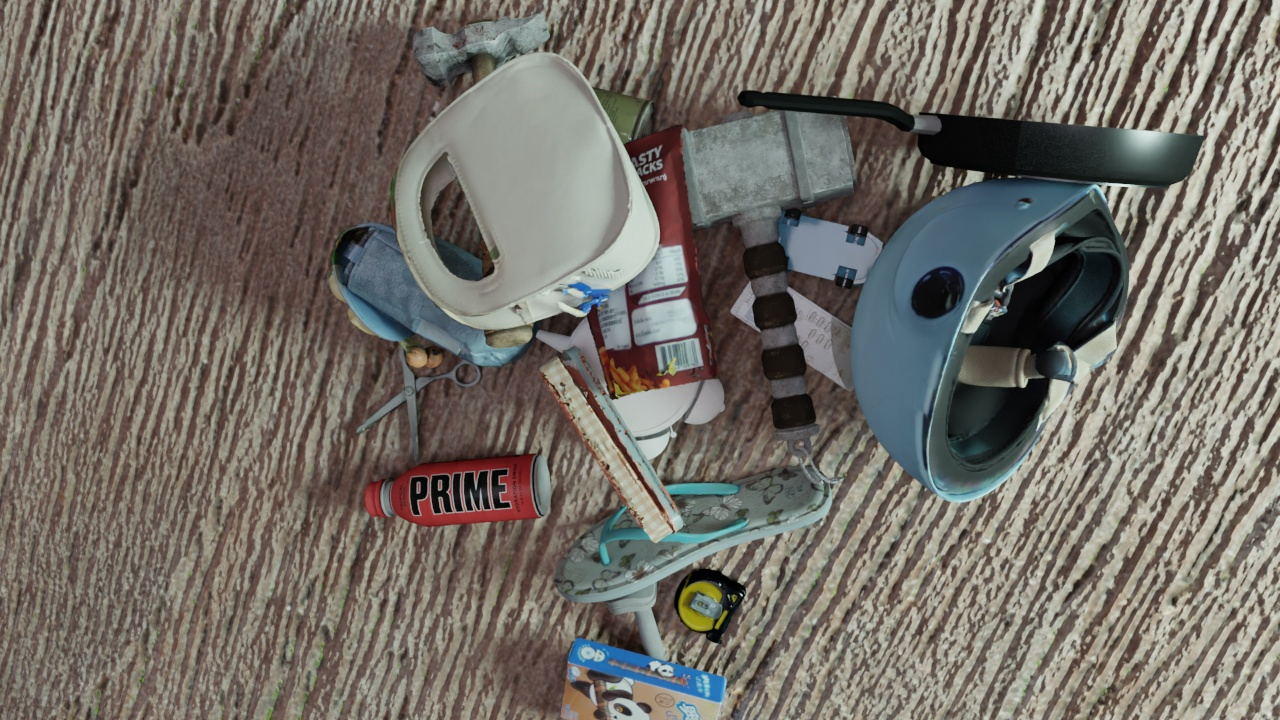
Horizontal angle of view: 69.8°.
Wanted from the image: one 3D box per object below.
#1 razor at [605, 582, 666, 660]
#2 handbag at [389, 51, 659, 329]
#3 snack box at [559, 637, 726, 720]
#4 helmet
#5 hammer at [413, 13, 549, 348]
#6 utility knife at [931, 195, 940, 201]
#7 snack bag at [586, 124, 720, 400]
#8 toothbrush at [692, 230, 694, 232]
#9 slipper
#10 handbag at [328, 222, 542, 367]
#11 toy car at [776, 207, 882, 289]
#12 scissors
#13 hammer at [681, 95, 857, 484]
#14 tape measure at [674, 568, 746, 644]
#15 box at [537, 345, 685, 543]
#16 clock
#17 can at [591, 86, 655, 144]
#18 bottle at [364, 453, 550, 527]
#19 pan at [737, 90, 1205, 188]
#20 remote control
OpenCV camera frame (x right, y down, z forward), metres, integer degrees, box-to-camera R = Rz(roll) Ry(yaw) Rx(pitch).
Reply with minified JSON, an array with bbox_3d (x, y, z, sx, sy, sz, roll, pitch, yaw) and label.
[{"bbox_3d":[0.003,0.246,0.884,0.047,0.088,0.116,-10,114,9],"label":"razor"},{"bbox_3d":[-0.097,-0.121,0.735,0.200,0.093,0.200,-25,77,11],"label":"handbag"},{"bbox_3d":[0.001,0.327,0.889,0.151,0.034,0.087,13,125,6],"label":"snack box"},{"bbox_3d":[0.267,-0.022,0.744,0.167,0.225,0.265,23,79,47],"label":"helmet"},{"bbox_3d":[-0.127,-0.164,0.803,0.121,0.049,0.318,-9,72,5],"label":"hammer"},{"bbox_3d":[0.325,-0.112,0.817,0.151,0.017,0.030,21,90,8],"label":"utility knife"},{"bbox_3d":[-0.006,-0.075,0.762,0.139,0.066,0.208,-14,91,36],"label":"snack bag"},{"bbox_3d":[0.060,-0.135,0.848,0.183,0.018,0.016,-36,78,10],"label":"toothbrush"},{"bbox_3d":[0.041,0.142,0.847,0.269,0.098,0.055,-20,120,2],"label":"slipper"},{"bbox_3d":[-0.192,-0.051,0.847,0.192,0.121,0.119,32,99,-2],"label":"handbag"},{"bbox_3d":[0.162,-0.100,0.832,0.108,0.027,0.060,16,94,14],"label":"toy car"},{"bbox_3d":[-0.230,0.013,0.910,0.142,0.014,0.175,-17,93,6],"label":"scissors"},{"bbox_3d":[0.113,-0.051,0.792,0.177,0.079,0.326,-11,91,14],"label":"hammer"},{"bbox_3d":[0.063,0.234,0.885,0.061,0.034,0.062,25,99,6],"label":"tape measure"},{"bbox_3d":[-0.029,0.076,0.790,0.059,0.056,0.186,-40,81,43],"label":"box"},{"bbox_3d":[-0.005,0.005,0.856,0.125,0.072,0.161,-35,98,10],"label":"clock"},{"bbox_3d":[-0.035,-0.195,0.818,0.074,0.089,0.090,16,99,6],"label":"can"},{"bbox_3d":[-0.180,0.128,0.892,0.177,0.062,0.062,-6,96,9],"label":"bottle"},{"bbox_3d":[0.246,-0.171,0.703,0.355,0.204,0.044,2,107,-10],"label":"pan"},{"bbox_3d":[0.152,-0.029,0.852,0.136,0.011,0.050,34,100,3],"label":"remote control"}]
